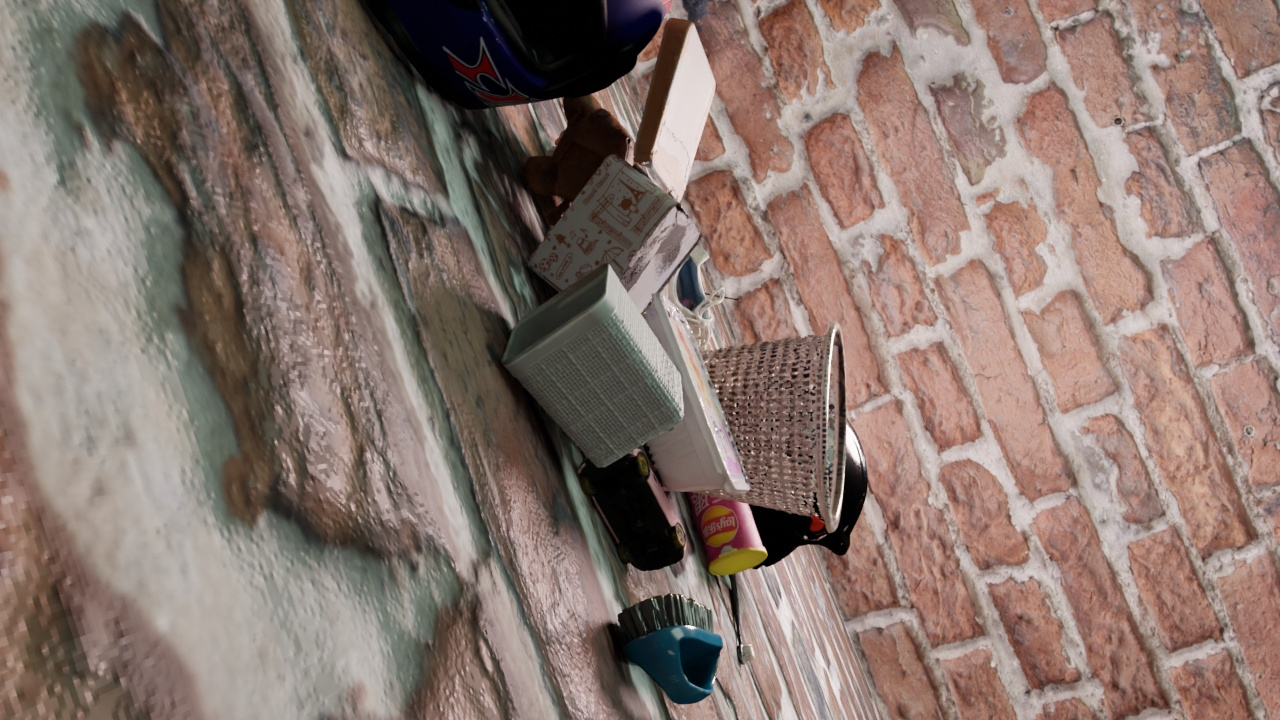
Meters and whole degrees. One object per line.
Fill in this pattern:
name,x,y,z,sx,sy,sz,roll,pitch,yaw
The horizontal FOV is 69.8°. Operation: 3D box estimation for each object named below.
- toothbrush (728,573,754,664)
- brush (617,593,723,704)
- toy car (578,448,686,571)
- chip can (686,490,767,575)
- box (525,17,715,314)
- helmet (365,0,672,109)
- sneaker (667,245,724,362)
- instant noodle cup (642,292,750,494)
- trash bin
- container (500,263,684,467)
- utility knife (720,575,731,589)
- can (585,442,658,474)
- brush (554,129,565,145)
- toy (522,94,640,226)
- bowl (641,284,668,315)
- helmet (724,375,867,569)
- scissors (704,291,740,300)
toothbrush,0.120,0.305,1.120,0.015,0.018,0.180,61,10,-20
brush,0.028,0.216,0.680,0.144,0.055,0.073,49,20,-63
toy car,-0.004,0.115,0.729,0.037,0.056,0.122,-83,149,-64
chip can,0.087,0.150,1.116,0.071,0.071,0.210,52,18,-58
box,0.010,-0.165,0.860,0.105,0.260,0.178,38,5,11
helmet,-0.086,-0.349,0.769,0.315,0.241,0.247,-67,133,-76
sneaker,0.062,-0.039,1.128,0.089,0.091,0.242,-35,127,-38
instant noodle cup,0.032,0.039,0.783,0.138,0.060,0.173,33,38,-74
trash bin,0.122,0.069,1.011,0.227,0.192,0.227,1,89,-73
container,-0.029,0.006,0.672,0.111,0.090,0.089,53,14,-19
utility knife,0.082,0.210,1.134,0.029,0.013,0.151,57,12,-60
can,-0.019,0.053,0.807,0.148,0.049,0.075,-95,161,-61
brush,-0.077,-0.250,1.129,0.145,0.063,0.073,-71,142,-73
toy,-0.057,-0.202,0.996,0.130,0.140,0.199,32,1,17
bowl,-0.025,-0.096,1.023,0.118,0.065,0.118,38,45,-49
helmet,0.200,0.149,1.271,0.274,0.231,0.233,26,19,-8
scissors,0.043,-0.100,1.221,0.156,0.168,0.014,20,-78,57
